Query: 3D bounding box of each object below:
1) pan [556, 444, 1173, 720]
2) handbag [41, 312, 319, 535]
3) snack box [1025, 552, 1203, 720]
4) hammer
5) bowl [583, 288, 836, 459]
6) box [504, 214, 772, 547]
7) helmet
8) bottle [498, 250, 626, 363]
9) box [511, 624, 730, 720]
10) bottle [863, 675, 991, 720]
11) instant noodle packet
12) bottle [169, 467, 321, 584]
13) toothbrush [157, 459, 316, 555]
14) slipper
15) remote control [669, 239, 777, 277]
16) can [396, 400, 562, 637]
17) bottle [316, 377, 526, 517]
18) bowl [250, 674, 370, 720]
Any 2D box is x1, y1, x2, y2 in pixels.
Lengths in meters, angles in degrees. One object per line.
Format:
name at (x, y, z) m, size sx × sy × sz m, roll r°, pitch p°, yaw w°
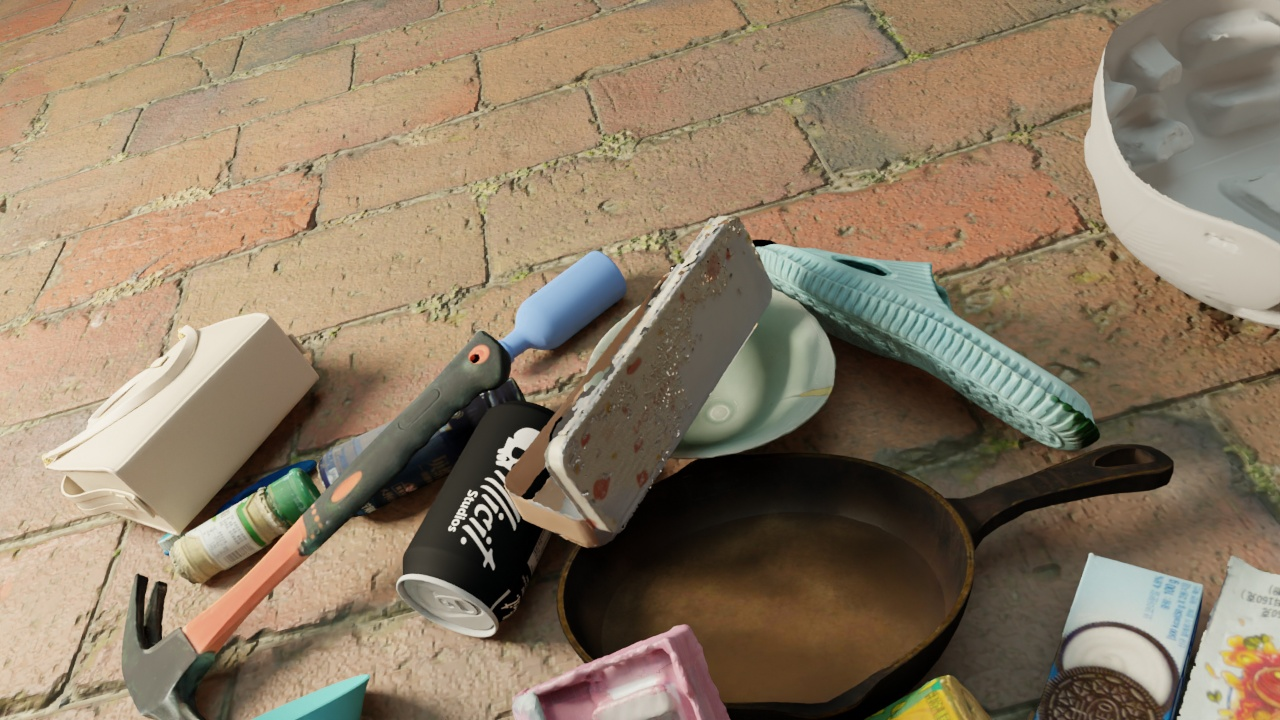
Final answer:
pan at (0.131, 0.112, 0.521) m, size 0.356 × 0.043 × 0.248 m, roll -14°, pitch 22°, yaw -4°
handbag at (-0.406, 0.047, 0.779) m, size 0.198 × 0.101 × 0.194 m, roll 1°, pitch 44°, yaw 35°
snack box at (0.211, 0.201, 0.435) m, size 0.059 × 0.059 × 0.225 m, roll 14°, pitch 54°, yaw 34°
hammer at (-0.214, 0.105, 0.632) m, size 0.332 × 0.033 × 0.133 m, roll -45°, pitch 59°, yaw -10°
bowl at (0.051, 0.024, 0.656) m, size 0.174 × 0.068 × 0.173 m, roll -8°, pitch 44°, yaw 8°
box at (-0.002, 0.011, 0.585) m, size 0.108 × 0.095 × 0.215 m, roll -8°, pitch 38°, yaw 49°
helmet at (0.432, -0.125, 0.589) m, size 0.224 × 0.184 × 0.282 m, roll -36°, pitch 39°, yaw -9°
bottle at (-0.074, -0.038, 0.773) m, size 0.131 × 0.048 × 0.048 m, roll -39°, pitch 47°, yaw -20°
box at (0.009, 0.235, 0.355) m, size 0.100 × 0.098 × 0.232 m, roll -27°, pitch 75°, yaw 22°
bottle at (0.071, 0.224, 0.420) m, size 0.210 × 0.068 × 0.068 m, roll -36°, pitch 42°, yaw 13°
instant noodle packet at (0.283, 0.219, 0.380) m, size 0.147 × 0.057 × 0.268 m, roll 31°, pitch 57°, yaw 12°
bottle at (-0.296, 0.126, 0.694) m, size 0.110 × 0.043 × 0.042 m, roll -31°, pitch 45°, yaw -11°
toothbrush at (-0.319, 0.114, 0.730) m, size 0.132 × 0.016 × 0.021 m, roll -32°, pitch 36°, yaw -13°
slipper at (0.191, -0.030, 0.632) m, size 0.276 × 0.116 × 0.069 m, roll 34°, pitch 92°, yaw 35°
remote control at (0.073, -0.081, 0.734) m, size 0.045 × 0.021 × 0.140 m, roll 6°, pitch 15°, yaw 27°
can at (-0.098, 0.103, 0.619) m, size 0.080 × 0.080 × 0.145 m, roll 6°, pitch 49°, yaw 23°
bottle at (-0.161, 0.063, 0.697) m, size 0.160 × 0.056 × 0.056 m, roll -26°, pitch 44°, yaw -7°
bowl at (-0.210, 0.233, 0.537) m, size 0.121 × 0.121 × 0.046 m, roll -22°, pitch 84°, yaw -4°
